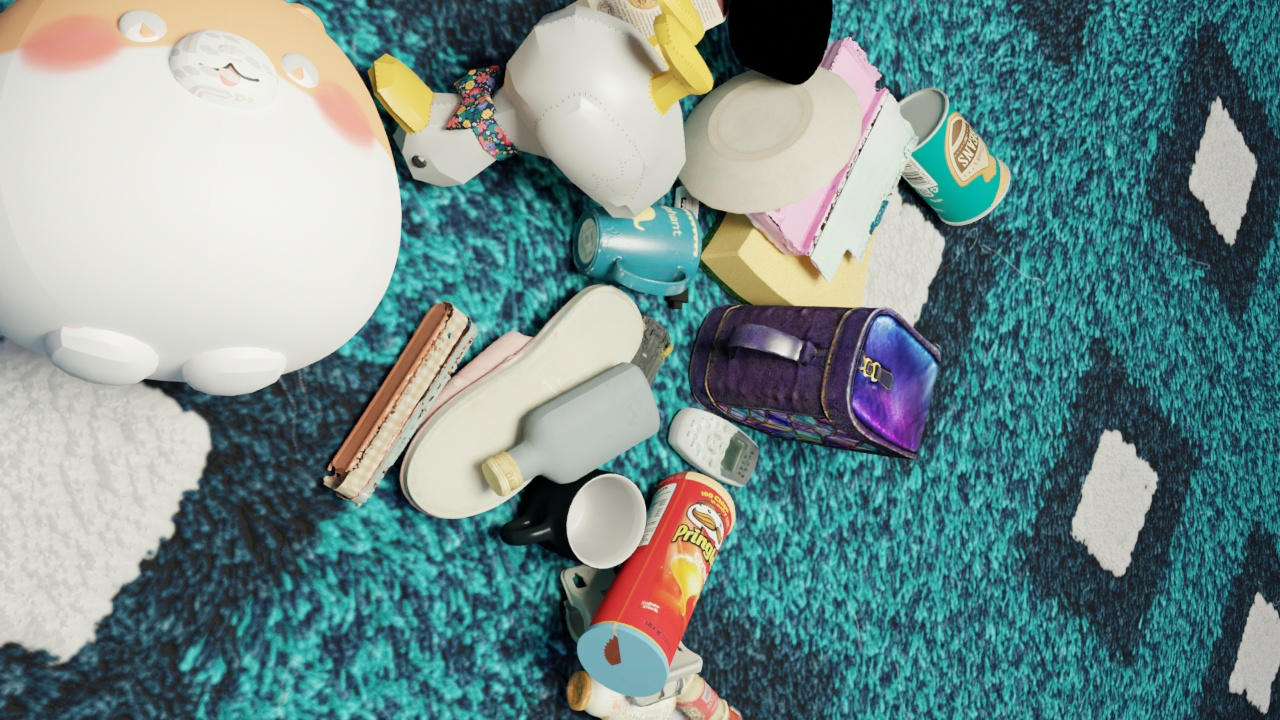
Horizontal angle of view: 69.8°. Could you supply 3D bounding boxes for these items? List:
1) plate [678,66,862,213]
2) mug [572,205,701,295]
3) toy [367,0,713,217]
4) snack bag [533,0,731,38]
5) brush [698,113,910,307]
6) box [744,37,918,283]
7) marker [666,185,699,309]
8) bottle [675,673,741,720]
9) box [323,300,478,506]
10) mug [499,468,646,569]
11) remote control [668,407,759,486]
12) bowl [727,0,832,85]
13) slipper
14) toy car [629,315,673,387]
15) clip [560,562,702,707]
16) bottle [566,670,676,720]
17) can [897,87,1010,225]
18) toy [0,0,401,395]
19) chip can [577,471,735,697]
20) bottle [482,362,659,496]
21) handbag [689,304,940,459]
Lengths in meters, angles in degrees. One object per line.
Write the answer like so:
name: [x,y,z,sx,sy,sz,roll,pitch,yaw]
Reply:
plate: [0.120,-0.230,0.903,0.188,0.189,0.027,-62,148,-16]
mug: [-0.002,-0.100,0.868,0.104,0.112,0.085,3,128,-27]
toy: [-0.066,-0.200,0.753,0.246,0.268,0.140,42,33,-40]
snack bag: [0.014,-0.333,0.876,0.205,0.094,0.070,-36,111,-29]
brush: [0.183,-0.172,1.011,0.195,0.075,0.250,26,77,-33]
box: [0.210,-0.199,0.960,0.159,0.035,0.230,38,71,-30]
marker: [0.044,-0.116,0.947,0.025,0.025,0.126,6,88,-35]
bottle: [0.064,0.363,0.968,0.044,0.044,0.109,-50,117,-23]
box: [-0.204,0.031,0.768,0.058,0.053,0.186,26,72,9]
mug: [-0.070,0.144,0.834,0.121,0.095,0.085,-14,99,-34]
remote control: [0.078,0.091,0.976,0.114,0.028,0.060,35,72,-31]
bowl: [0.129,-0.325,0.875,0.115,0.062,0.115,-28,127,-47]
slipper: [-0.105,0.033,0.831,0.273,0.054,0.114,-43,115,-21]
toy car: [-0.005,0.005,0.914,0.049,0.030,0.106,38,69,-31]
clip: [-0.002,0.258,0.890,0.124,0.082,0.147,-8,57,-33]
bottle: [-0.019,0.326,0.896,0.108,0.063,0.063,20,80,-33]
can: [0.370,-0.247,1.124,0.144,0.099,0.099,34,73,-31]
toy: [-0.284,-0.119,0.578,0.262,0.266,0.280,8,72,-33]
chip can: [0.020,0.200,0.851,0.087,0.087,0.212,62,32,-20]
bottle: [-0.061,0.066,0.801,0.160,0.046,0.072,-28,109,-28]
handbag: [0.175,0.012,0.939,0.222,0.205,0.125,25,77,-39]
